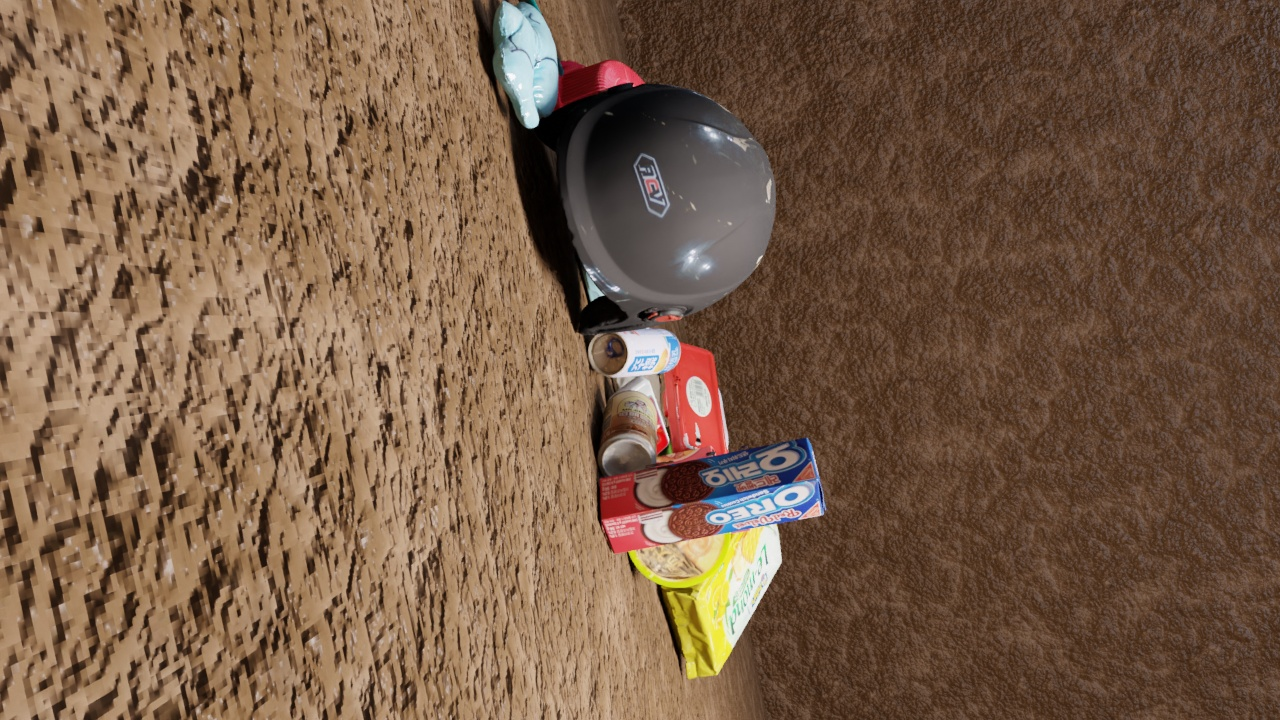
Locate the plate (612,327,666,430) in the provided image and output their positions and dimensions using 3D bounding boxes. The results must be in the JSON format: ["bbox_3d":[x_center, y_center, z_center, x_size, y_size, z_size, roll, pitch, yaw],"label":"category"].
[{"bbox_3d":[-0.007,0.007,1.201,0.205,0.045,0.205,-10,89,-85],"label":"plate"}]

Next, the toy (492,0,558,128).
[{"bbox_3d":[-0.102,-0.271,0.837,0.156,0.050,0.161,61,20,-70],"label":"toy"}]

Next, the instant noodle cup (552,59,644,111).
[{"bbox_3d":[-0.028,-0.292,1.122,0.193,0.066,0.193,32,46,-42],"label":"instant noodle cup"}]

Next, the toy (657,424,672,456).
[{"bbox_3d":[0.071,0.202,1.311,0.226,0.090,0.246,18,63,-68],"label":"toy"}]

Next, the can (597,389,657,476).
[{"bbox_3d":[-0.012,0.078,0.947,0.116,0.058,0.058,-86,163,-69],"label":"can"}]

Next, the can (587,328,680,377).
[{"bbox_3d":[-0.005,-0.009,1.026,0.134,0.053,0.053,-4,81,-64],"label":"can"}]

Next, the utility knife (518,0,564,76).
[{"bbox_3d":[-0.110,-0.353,0.926,0.029,0.013,0.186,101,-32,-60],"label":"utility knife"}]

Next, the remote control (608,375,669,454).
[{"bbox_3d":[0.000,0.074,1.090,0.020,0.055,0.136,42,-19,37],"label":"remote control"}]

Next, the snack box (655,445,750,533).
[{"bbox_3d":[0.065,0.170,1.153,0.044,0.127,0.113,-91,168,-58],"label":"snack box"}]

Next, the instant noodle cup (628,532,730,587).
[{"bbox_3d":[0.039,0.191,1.026,0.123,0.111,0.111,92,-13,-82],"label":"instant noodle cup"}]

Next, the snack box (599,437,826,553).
[{"bbox_3d":[0.067,0.127,0.867,0.058,0.207,0.057,-95,171,-50],"label":"snack box"}]

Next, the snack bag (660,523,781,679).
[{"bbox_3d":[0.110,0.280,1.221,0.245,0.068,0.158,-48,135,-41],"label":"snack bag"}]

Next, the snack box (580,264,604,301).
[{"bbox_3d":[-0.037,-0.117,1.127,0.174,0.052,0.074,-81,156,-76],"label":"snack box"}]

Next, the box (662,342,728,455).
[{"bbox_3d":[0.066,0.082,1.252,0.099,0.095,0.201,123,-28,-42],"label":"box"}]

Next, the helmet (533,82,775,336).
[{"bbox_3d":[0.016,-0.154,0.902,0.274,0.230,0.233,-26,102,-77],"label":"helmet"}]
